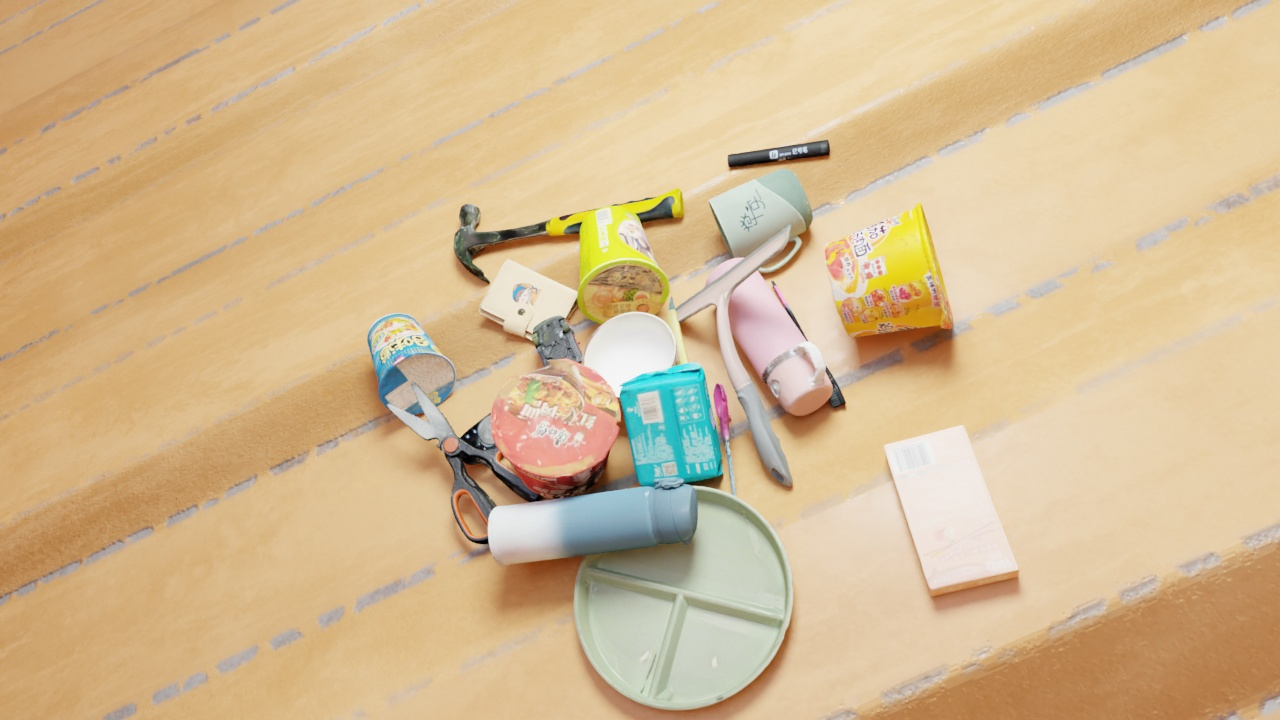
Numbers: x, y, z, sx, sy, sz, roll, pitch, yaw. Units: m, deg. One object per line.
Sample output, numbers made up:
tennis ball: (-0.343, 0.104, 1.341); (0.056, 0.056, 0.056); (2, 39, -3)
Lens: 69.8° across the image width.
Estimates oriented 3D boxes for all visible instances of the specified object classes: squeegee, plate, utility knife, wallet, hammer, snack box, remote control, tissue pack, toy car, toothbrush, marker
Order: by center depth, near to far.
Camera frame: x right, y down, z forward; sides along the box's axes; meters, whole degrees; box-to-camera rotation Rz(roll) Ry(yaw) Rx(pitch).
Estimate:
snack box: (0.303, 0.146, 0.904); (0.084, 0.026, 0.157); (-16, 58, 10)
plate: (0.043, 0.240, 0.940); (0.230, 0.027, 0.229); (-8, 59, 14)
squeegee: (0.114, 0.018, 0.991); (0.040, 0.248, 0.249); (-9, 76, -31)
tissue pack: (0.034, 0.074, 0.992); (0.093, 0.050, 0.133); (-10, 101, 9)
toothbrush: (0.187, -0.022, 1.049); (0.018, 0.014, 0.189); (-31, 55, 11)
utility knife: (0.048, 0.000, 1.067); (0.018, 0.031, 0.166); (-5, 64, -25)
remote control: (-0.159, 0.078, 1.105); (0.136, 0.024, 0.053); (-36, 60, -1)
toy car: (-0.093, 0.001, 1.113); (0.053, 0.045, 0.120); (-24, 62, 2)
wallet: (-0.145, -0.071, 1.176); (0.115, 0.024, 0.087); (26, 82, 16)
marker: (0.179, -0.268, 1.190); (0.132, 0.020, 0.022); (-4, 31, 18)
hammer: (-0.101, -0.179, 1.229); (0.324, 0.032, 0.126); (-8, 59, 14)

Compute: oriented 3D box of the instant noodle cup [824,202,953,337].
instant noodle cup: (0.267, -0.089, 0.993); (0.110, 0.138, 0.137); (-15, 57, 20)

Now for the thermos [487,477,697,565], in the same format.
thermos: (-0.048, 0.168, 0.957); (0.221, 0.070, 0.070); (-11, 58, 14)

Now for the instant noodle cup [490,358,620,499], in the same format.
instant noodle cup: (-0.090, 0.086, 1.011); (0.138, 0.109, 0.137); (0, 61, -1)

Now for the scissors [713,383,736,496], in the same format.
scissors: (0.094, 0.090, 0.993); (0.017, 0.056, 0.133); (-6, 79, -3)

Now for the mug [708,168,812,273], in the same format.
mug: (0.152, -0.165, 1.109); (0.106, 0.082, 0.111); (-23, 87, 4)

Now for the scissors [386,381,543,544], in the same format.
scissors: (-0.200, 0.107, 1.081); (0.190, 0.022, 0.229); (-17, 67, -1)

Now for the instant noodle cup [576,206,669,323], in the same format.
instant noodle cup: (-0.029, -0.123, 1.133); (0.112, 0.112, 0.123); (-18, 48, 8)

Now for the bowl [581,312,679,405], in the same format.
bowl: (-0.006, 0.006, 1.070); (0.113, 0.062, 0.113); (-8, 60, 14)

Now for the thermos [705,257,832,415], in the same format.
thermos: (0.145, -0.034, 1.027); (0.067, 0.087, 0.198); (-13, 52, -20)

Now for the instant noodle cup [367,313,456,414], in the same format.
instant noodle cup: (-0.298, -0.003, 1.164); (0.099, 0.099, 0.110); (-35, 48, -3)
